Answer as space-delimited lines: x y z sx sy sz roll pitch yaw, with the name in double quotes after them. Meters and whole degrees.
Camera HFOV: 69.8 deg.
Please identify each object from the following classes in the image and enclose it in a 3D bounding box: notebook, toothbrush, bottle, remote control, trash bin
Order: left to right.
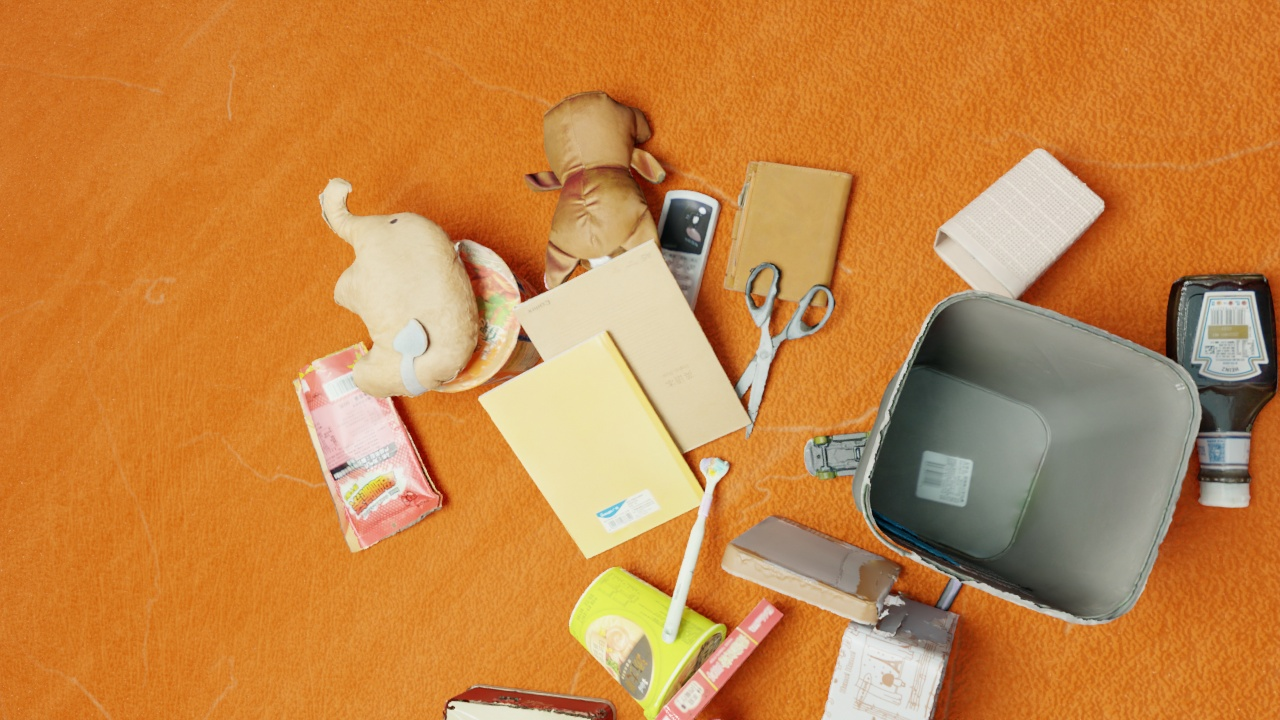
-0.044 0.088 0.901 0.146 0.010 0.206 -28 107 12 "notebook"
-0.005 0.005 0.882 0.150 0.012 0.211 -25 111 13 "notebook"
0.037 -0.099 0.936 0.058 0.021 0.150 14 91 17 "remote control"
0.049 0.175 0.863 0.029 0.020 0.189 6 56 20 "toothbrush"
0.287 0.210 0.843 0.014 0.016 0.189 30 98 26 "toothbrush"
0.272 0.079 0.725 0.199 0.220 0.198 22 83 7 "trash bin"
0.492 0.025 0.777 0.080 0.044 0.195 -1 86 17 "bottle"

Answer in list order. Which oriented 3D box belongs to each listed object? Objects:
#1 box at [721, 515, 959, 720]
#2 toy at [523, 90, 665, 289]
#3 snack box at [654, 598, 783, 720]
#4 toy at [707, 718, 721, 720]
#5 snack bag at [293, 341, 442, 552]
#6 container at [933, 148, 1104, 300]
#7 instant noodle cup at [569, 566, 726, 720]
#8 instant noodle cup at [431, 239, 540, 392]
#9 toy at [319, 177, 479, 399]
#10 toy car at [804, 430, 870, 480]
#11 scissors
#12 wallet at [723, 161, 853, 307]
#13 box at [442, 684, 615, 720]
0.164 0.253 0.788 0.205 0.180 0.158 19 96 20 "box"
-0.043 -0.165 0.919 0.140 0.130 0.199 -18 59 16 "toy"
0.066 0.282 0.824 0.025 0.152 0.075 40 139 17 "snack box"
0.053 0.409 0.851 0.178 0.074 0.195 20 112 11 "toy"
-0.306 0.093 1.008 0.129 0.073 0.208 -27 84 17 "snack bag"
0.336 -0.116 0.814 0.111 0.090 0.090 -43 75 6 "container"
0.000 0.265 0.880 0.123 0.111 0.112 32 95 25 "instant noodle cup"
-0.169 -0.040 0.947 0.151 0.111 0.151 -1 85 17 "instant noodle cup"
-0.230 -0.077 0.868 0.143 0.082 0.226 -20 77 6 "toy"
0.200 0.089 0.864 0.090 0.035 0.042 -7 82 15 "toy car"
0.126 -0.011 0.891 0.166 0.014 0.163 -19 89 21 "scissors"
0.142 -0.125 0.900 0.108 0.031 0.132 12 93 18 "wallet"
-0.115 0.383 0.915 0.168 0.077 0.091 0 85 17 "box"
